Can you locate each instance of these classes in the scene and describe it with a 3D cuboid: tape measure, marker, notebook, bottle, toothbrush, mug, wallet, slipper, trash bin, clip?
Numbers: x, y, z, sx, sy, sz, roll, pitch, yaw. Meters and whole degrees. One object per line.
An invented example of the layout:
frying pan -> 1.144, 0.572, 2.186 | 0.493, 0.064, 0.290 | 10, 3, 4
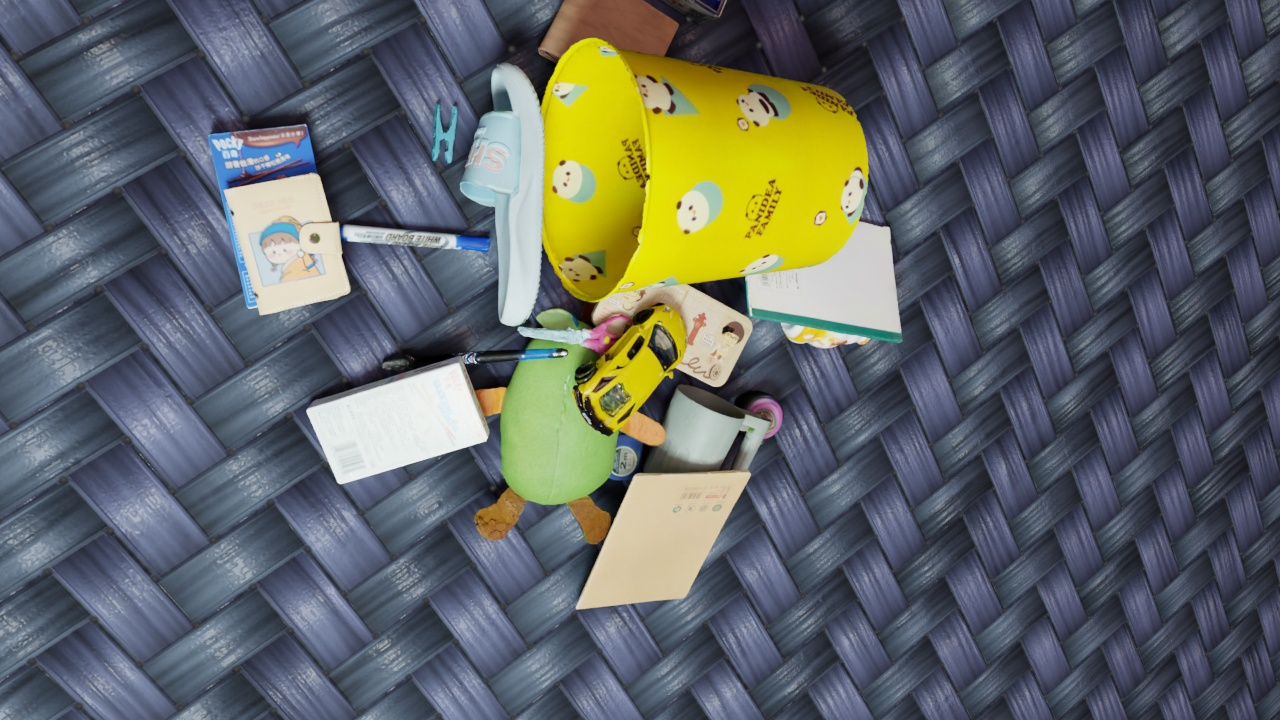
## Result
tape measure -> 0.137, 0.064, 1.078 | 0.057, 0.039, 0.058 | 43, 89, -17
marker -> -0.220, -0.120, 0.898 | 0.145, 0.017, 0.017 | 2, 100, -23
notebook -> 0.024, 0.200, 1.018 | 0.147, 0.008, 0.208 | 2, 127, -29
bottle -> 0.221, -0.045, 1.076 | 0.108, 0.063, 0.063 | 10, 97, -24
toothbrush -> -0.164, -0.002, 0.901 | 0.189, 0.016, 0.014 | -3, 103, 7
mug -> 0.075, 0.096, 1.028 | 0.124, 0.083, 0.103 | 19, 102, -25
tape measure -> -0.024, 0.105, 1.026 | 0.054, 0.025, 0.058 | 5, 95, -22
wallet -> -0.314, -0.106, 0.828 | 0.087, 0.024, 0.115 | -14, 105, -15
slipper -> -0.135, -0.155, 0.876 | 0.074, 0.104, 0.245 | -1, 96, -16
trash bin -> 0.059, -0.176, 0.874 | 0.254, 0.230, 0.230 | -5, 103, -28
clip -> -0.190, -0.220, 0.891 | 0.043, 0.014, 0.056 | 2, 101, -23
wallet -> -0.031, -0.323, 0.918 | 0.115, 0.020, 0.101 | 28, 83, -15
notebook -> 0.207, -0.103, 1.047 | 0.209, 0.012, 0.150 | 8, 68, -24

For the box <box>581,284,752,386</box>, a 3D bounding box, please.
box -> 0.027, -0.046, 0.995 | 0.168, 0.077, 0.091 | 27, 91, -19

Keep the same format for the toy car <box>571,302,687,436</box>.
toy car -> -0.005, 0.005, 0.915 | 0.155, 0.041, 0.071 | -46, 123, -22

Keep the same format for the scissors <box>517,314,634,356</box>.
scissors -> -0.060, -0.024, 0.911 | 0.133, 0.017, 0.057 | 7, 86, -30

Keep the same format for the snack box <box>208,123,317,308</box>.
snack box -> -0.334, -0.132, 0.841 | 0.084, 0.026, 0.157 | -12, 106, -20

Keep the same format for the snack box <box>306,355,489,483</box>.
snack box -> -0.236, 0.059, 0.898 | 0.157, 0.027, 0.085 | -17, 108, 1

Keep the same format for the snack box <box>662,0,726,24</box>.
snack box -> 0.033, -0.466, 0.916 | 0.182, 0.046, 0.178 | 23, 92, -26

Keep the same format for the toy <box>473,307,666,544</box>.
toy -> -0.084, 0.070, 0.958 | 0.227, 0.090, 0.247 | 9, 94, -13
